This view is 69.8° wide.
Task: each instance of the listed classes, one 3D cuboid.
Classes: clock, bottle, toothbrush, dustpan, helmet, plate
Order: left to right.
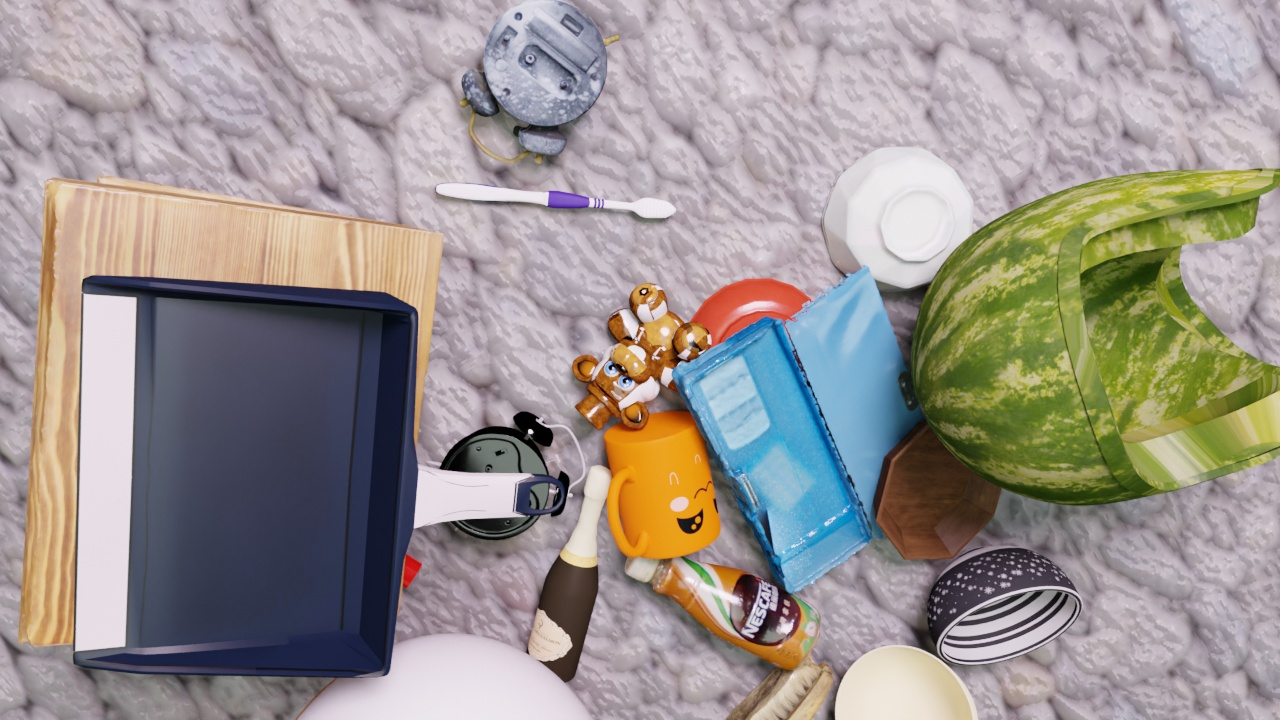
[{"bbox_3d":[-0.186,0.078,0.561,0.272,0.080,0.236,2,100,-31],"label":"dustpan"},{"bbox_3d":[-0.105,0.092,0.743,0.121,0.042,0.091,-20,102,2],"label":"clock"},{"bbox_3d":[-0.077,-0.205,0.677,0.090,0.052,0.129,37,97,-9],"label":"clock"},{"bbox_3d":[-0.065,-0.125,0.713,0.186,0.016,0.015,5,101,-1],"label":"toothbrush"},{"bbox_3d":[-0.054,0.175,0.761,0.045,0.045,0.185,14,101,-5],"label":"bottle"},{"bbox_3d":[0.066,0.198,0.765,0.167,0.059,0.059,27,99,-5],"label":"bottle"},{"bbox_3d":[0.241,0.100,0.751,0.131,0.025,0.131,-7,109,-22],"label":"plate"},{"bbox_3d":[0.309,-0.011,0.636,0.247,0.243,0.213,-22,99,-3],"label":"helmet"}]

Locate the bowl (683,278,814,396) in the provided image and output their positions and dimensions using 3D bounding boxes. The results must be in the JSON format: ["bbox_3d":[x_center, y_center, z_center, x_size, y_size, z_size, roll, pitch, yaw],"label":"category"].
[{"bbox_3d":[0.096,-0.003,0.735,0.122,0.035,0.122,0,102,-2],"label":"bowl"}]

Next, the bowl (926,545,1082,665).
[{"bbox_3d":[0.292,0.194,0.763,0.120,0.066,0.120,-7,135,-7],"label":"bowl"}]

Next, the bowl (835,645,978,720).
[{"bbox_3d":[0.236,0.305,0.782,0.074,0.118,0.118,24,103,-50],"label":"bowl"}]

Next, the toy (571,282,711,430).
[{"bbox_3d":[-0.004,0.004,0.719,0.087,0.067,0.112,43,84,15],"label":"toy"}]

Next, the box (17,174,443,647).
[{"bbox_3d":[-0.282,0.022,0.664,0.258,0.221,0.279,5,97,-29],"label":"box"}]

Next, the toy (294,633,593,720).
[{"bbox_3d":[-0.158,0.342,0.685,0.265,0.281,0.263,-42,105,-30],"label":"toy"}]

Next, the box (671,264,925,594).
[{"bbox_3d":[0.145,0.060,0.726,0.174,0.033,0.231,-30,116,-6],"label":"box"}]

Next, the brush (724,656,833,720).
[{"bbox_3d":[0.092,0.330,0.794,0.043,0.059,0.195,41,100,2],"label":"brush"}]

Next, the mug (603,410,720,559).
[{"bbox_3d":[0.008,0.102,0.718,0.078,0.112,0.096,-3,105,36],"label":"mug"}]

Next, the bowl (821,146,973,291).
[{"bbox_3d":[0.204,-0.107,0.705,0.117,0.061,0.117,0,102,-1],"label":"bowl"}]

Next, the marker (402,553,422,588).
[{"bbox_3d":[-0.248,0.139,0.757,0.145,0.021,0.023,35,61,-9],"label":"marker"}]
